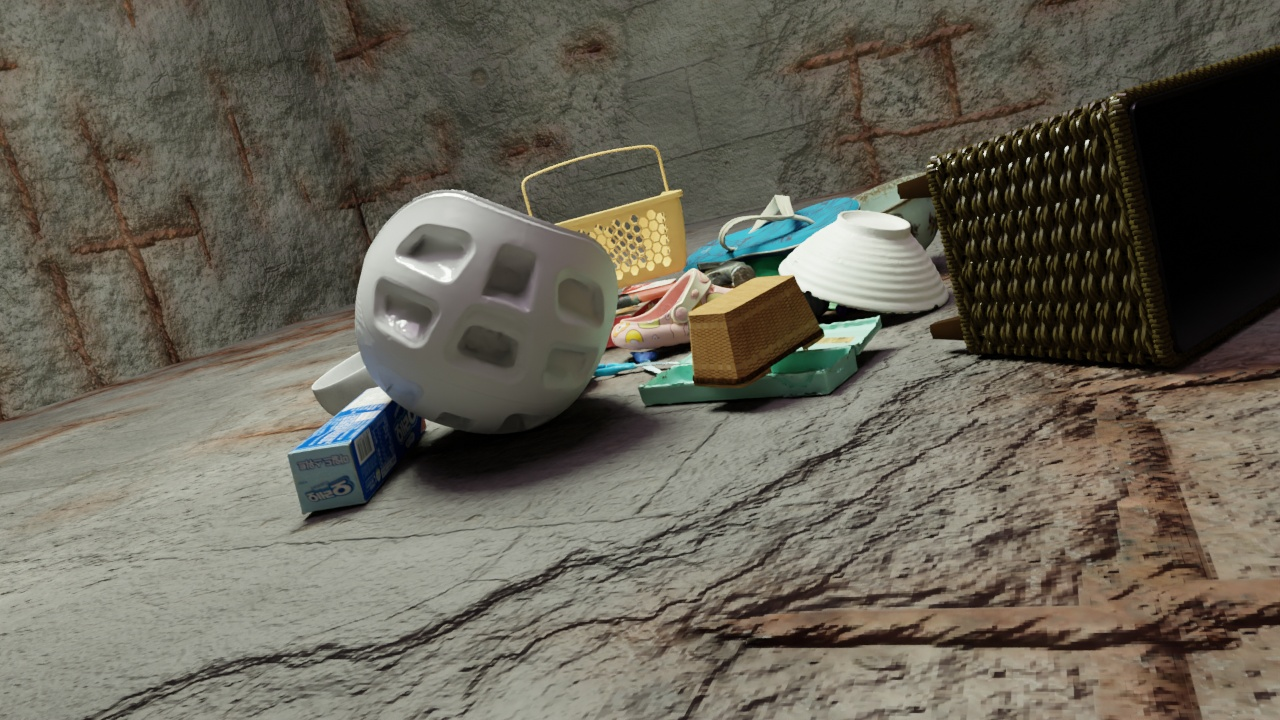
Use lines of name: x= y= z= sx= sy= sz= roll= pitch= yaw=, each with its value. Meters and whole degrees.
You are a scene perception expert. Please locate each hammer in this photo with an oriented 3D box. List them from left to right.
hammer: x=-0.031 y=-0.073 z=1.142 sx=0.333 sy=0.033 sz=0.133 roll=-14 pitch=13 yaw=-4

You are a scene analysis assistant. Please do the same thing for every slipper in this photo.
slipper: x=0.059 y=-0.064 z=1.051 sx=0.197 sy=0.081 sz=0.093 roll=-12 pitch=9 yaw=-8
slipper: x=0.157 y=-0.173 z=1.180 sx=0.118 sy=0.060 sz=0.296 roll=-39 pitch=17 yaw=-36

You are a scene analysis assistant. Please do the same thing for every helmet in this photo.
helmet: x=-0.148 y=-0.029 z=0.824 sx=0.224 sy=0.183 sz=0.283 roll=25 pitch=-9 yaw=-19

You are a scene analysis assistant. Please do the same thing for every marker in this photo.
marker: x=0.251 y=-0.075 z=1.042 sx=0.015 sy=0.018 sz=0.133 roll=16 pitch=25 yaw=28

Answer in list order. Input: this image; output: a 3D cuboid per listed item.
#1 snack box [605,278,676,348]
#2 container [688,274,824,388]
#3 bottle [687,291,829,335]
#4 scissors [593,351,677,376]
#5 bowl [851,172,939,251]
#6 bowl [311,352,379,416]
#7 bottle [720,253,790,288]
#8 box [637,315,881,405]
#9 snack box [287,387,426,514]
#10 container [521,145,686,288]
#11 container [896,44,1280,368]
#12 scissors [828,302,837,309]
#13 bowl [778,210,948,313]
snack box: x=-0.009 y=-0.070 z=1.271 sx=0.077 sy=0.044 sz=0.272 roll=-9 pitch=12 yaw=17
container: x=0.092 y=-0.027 z=0.763 sx=0.113 sy=0.061 sz=0.063 roll=-29 pitch=19 yaw=-36
bottle: x=0.128 y=-0.052 z=0.985 sx=0.160 sy=0.056 sz=0.056 roll=-19 pitch=12 yaw=-23
scissors: x=0.010 y=0.000 z=0.980 sx=0.134 sy=0.015 sz=0.103 roll=-5 pitch=13 yaw=41
bowl: x=0.309 y=-0.158 z=1.152 sx=0.160 sy=0.094 sz=0.159 roll=-26 pitch=14 yaw=7
bowl: x=-0.319 y=0.027 z=1.099 sx=0.132 sy=0.064 sz=0.131 roll=-26 pitch=17 yaw=8
bottle: x=0.175 y=-0.115 z=1.205 sx=0.068 sy=0.068 sz=0.210 roll=-18 pitch=12 yaw=-21
box: x=0.107 y=0.000 z=0.817 sx=0.187 sy=0.033 sz=0.135 roll=-5 pitch=15 yaw=38
snack box: x=-0.250 y=0.072 z=0.835 sx=0.059 sy=0.059 sz=0.226 roll=-11 pitch=12 yaw=2
container: x=-0.046 y=-0.176 z=1.159 sx=0.183 sy=0.167 sz=0.129 roll=-18 pitch=13 yaw=-13
container: x=0.380 y=-0.122 z=0.728 sx=0.320 sy=0.176 sz=0.205 roll=-21 pitch=10 yaw=-32
scissors: x=0.186 y=-0.068 z=1.075 sx=0.070 sy=0.014 sz=0.131 roll=-48 pitch=35 yaw=-15
bowl: x=0.238 y=-0.114 z=0.959 sx=0.177 sy=0.071 sz=0.177 roll=5 pitch=24 yaw=-2
